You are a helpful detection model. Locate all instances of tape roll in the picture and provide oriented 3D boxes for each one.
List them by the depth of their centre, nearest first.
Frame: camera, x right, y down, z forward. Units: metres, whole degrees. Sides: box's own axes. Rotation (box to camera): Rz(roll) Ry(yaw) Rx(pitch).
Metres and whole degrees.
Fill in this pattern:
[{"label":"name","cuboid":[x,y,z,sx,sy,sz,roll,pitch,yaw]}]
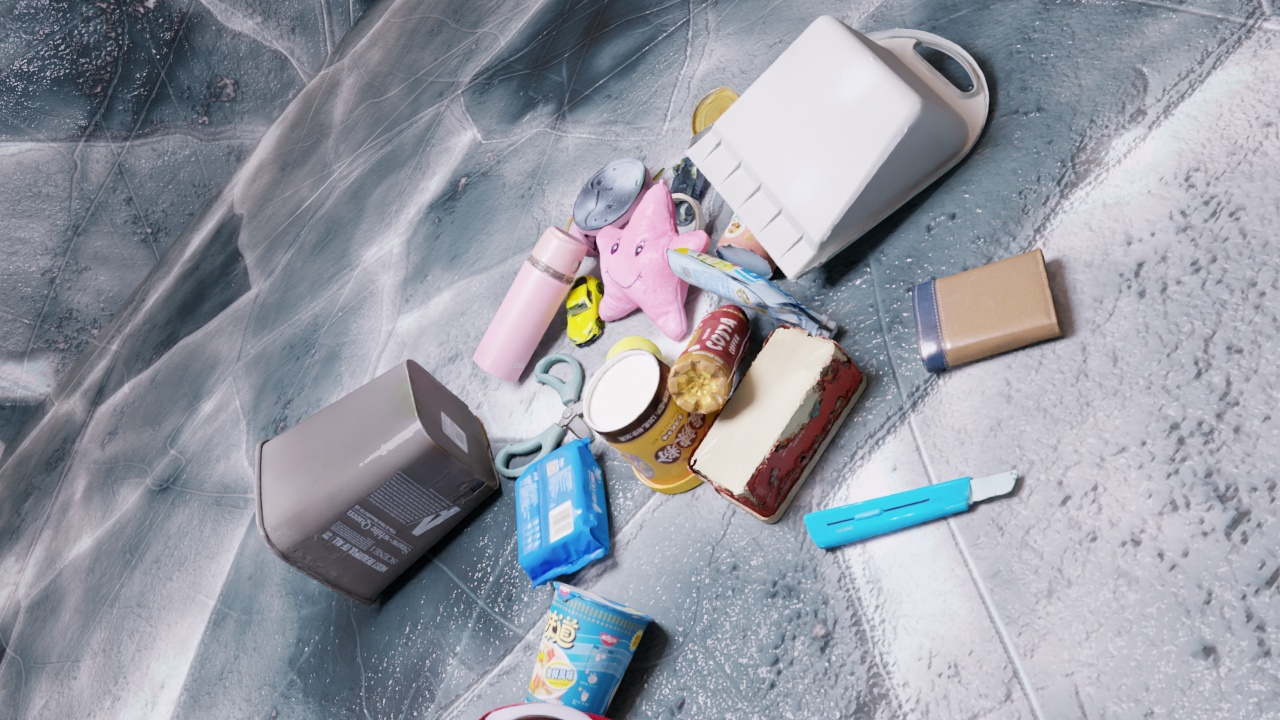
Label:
[{"label":"tape roll","cuboid":[0.042,-0.159,1.112,0.086,0.013,0.085,-13,71,42]}]

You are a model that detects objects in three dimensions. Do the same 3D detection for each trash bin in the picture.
[{"label":"trash bin","cuboid":[-0.308,0.138,1.099,0.220,0.199,0.198,-35,42,7]}]

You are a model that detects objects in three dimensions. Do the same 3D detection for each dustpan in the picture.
[{"label":"dustpan","cuboid":[0.220,-0.237,0.960,0.258,0.142,0.222,-50,56,26]}]

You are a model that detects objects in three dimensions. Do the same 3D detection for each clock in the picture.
[{"label":"clock","cuboid":[-0.041,-0.197,1.208,0.159,0.060,0.117,-17,50,32]}]

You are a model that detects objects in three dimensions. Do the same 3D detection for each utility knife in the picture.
[{"label":"utility knife","cuboid":[0.217,0.119,0.745,0.179,0.018,0.034,-22,46,28]}]

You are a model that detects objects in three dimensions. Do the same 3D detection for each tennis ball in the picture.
[{"label":"tennis ball","cuboid":[-0.006,0.006,1.007,0.066,0.065,0.065,-25,45,27]}]

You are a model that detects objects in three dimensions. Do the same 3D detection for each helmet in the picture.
[{"label":"helmet","cuboid":[-0.042,0.385,0.683,0.207,0.143,0.239,6,78,46]}]

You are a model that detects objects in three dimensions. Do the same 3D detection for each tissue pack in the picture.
[{"label":"tissue pack","cuboid":[-0.082,0.158,0.968,0.095,0.052,0.157,-30,43,20]}]

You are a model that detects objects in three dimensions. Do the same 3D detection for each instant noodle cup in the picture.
[{"label":"instant noodle cup","cuboid":[-0.053,0.268,0.827,0.099,0.099,0.109,9,75,47]},{"label":"instant noodle cup","cuboid":[0.013,0.055,0.911,0.119,0.114,0.118,-25,45,27]}]

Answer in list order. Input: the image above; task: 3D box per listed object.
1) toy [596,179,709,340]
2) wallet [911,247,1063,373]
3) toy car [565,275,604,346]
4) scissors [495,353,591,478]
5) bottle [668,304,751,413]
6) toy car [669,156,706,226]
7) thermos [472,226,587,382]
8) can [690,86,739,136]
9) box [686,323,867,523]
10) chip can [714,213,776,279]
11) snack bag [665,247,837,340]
[{"label":"toy","cuboid":[0.005,-0.124,1.076,0.195,0.074,0.178,22,104,49]},{"label":"wallet","cuboid":[0.295,-0.043,0.791,0.115,0.033,0.090,-20,50,31]},{"label":"toy car","cuboid":[-0.072,-0.065,1.153,0.048,0.032,0.105,-26,46,26]},{"label":"scissors","cuboid":[-0.117,0.072,1.097,0.179,0.019,0.170,-46,40,3]},{"label":"bottle","cuboid":[0.074,-0.009,0.898,0.058,0.057,0.174,-28,13,25]},{"label":"toy car","cuboid":[0.057,-0.211,1.146,0.043,0.034,0.090,10,81,43]},{"label":"thermos","cuboid":[-0.134,-0.072,1.167,0.067,0.087,0.199,33,99,19]},{"label":"can","cuboid":[0.109,-0.278,1.138,0.075,0.049,0.148,-32,42,21]},{"label":"box","cuboid":[0.122,0.053,0.840,0.091,0.077,0.168,26,79,51]},{"label":"chip can","cuboid":[0.159,-0.195,1.009,0.071,0.071,0.214,12,69,47]},{"label":"snack bag","cuboid":[0.110,-0.069,0.924,0.039,0.110,0.191,-58,39,0]}]
